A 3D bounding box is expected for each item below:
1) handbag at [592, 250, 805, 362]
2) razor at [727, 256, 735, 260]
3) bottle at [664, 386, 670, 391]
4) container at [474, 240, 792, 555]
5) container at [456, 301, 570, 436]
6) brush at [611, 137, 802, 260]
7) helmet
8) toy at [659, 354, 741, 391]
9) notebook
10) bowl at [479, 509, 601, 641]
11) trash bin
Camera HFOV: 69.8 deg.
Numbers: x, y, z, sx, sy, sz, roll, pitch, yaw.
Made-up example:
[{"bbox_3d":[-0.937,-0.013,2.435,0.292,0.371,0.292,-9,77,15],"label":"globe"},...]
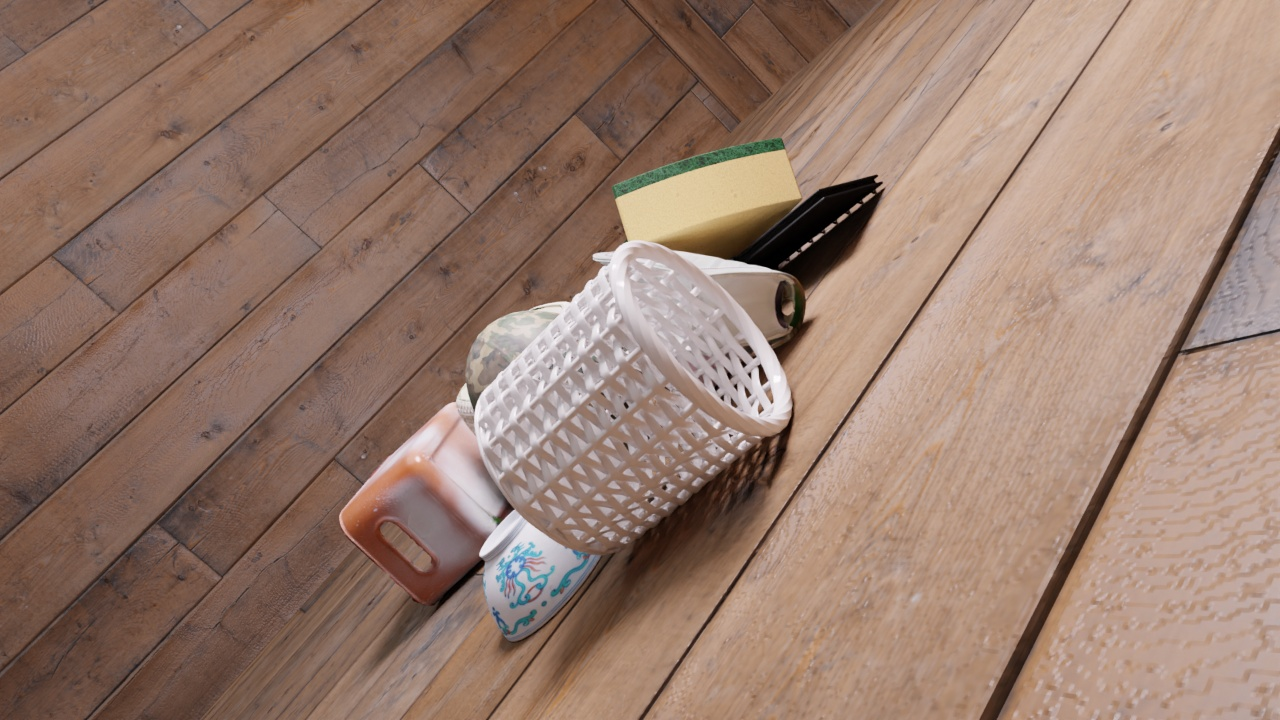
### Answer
[{"bbox_3d":[0.051,-0.059,0.929,0.141,0.096,0.199,-4,12,-30],"label":"handbag"},{"bbox_3d":[0.108,-0.108,1.162,0.042,0.022,0.144,-32,-7,-8],"label":"razor"},{"bbox_3d":[0.089,-0.034,1.043,0.174,0.046,0.083,-43,10,17],"label":"bottle"},{"bbox_3d":[-0.008,0.033,0.753,0.187,0.189,0.188,-43,10,26],"label":"container"},{"bbox_3d":[-0.134,0.035,1.271,0.185,0.143,0.251,-2,45,51],"label":"container"},{"bbox_3d":[0.075,-0.163,1.105,0.195,0.075,0.250,-16,-11,-1],"label":"brush"},{"bbox_3d":[-0.091,0.047,1.062,0.192,0.224,0.236,-52,-15,-6],"label":"helmet"},{"bbox_3d":[0.056,0.005,0.973,0.096,0.053,0.099,19,61,47],"label":"toy"},{"bbox_3d":[0.160,-0.132,1.060,0.232,0.019,0.168,-39,-9,38],"label":"notebook"},{"bbox_3d":[-0.105,0.186,0.875,0.144,0.074,0.144,-44,9,9],"label":"bowl"},{"bbox_3d":[-0.278,0.190,1.302,0.157,0.181,0.259,-42,9,15],"label":"trash bin"}]
